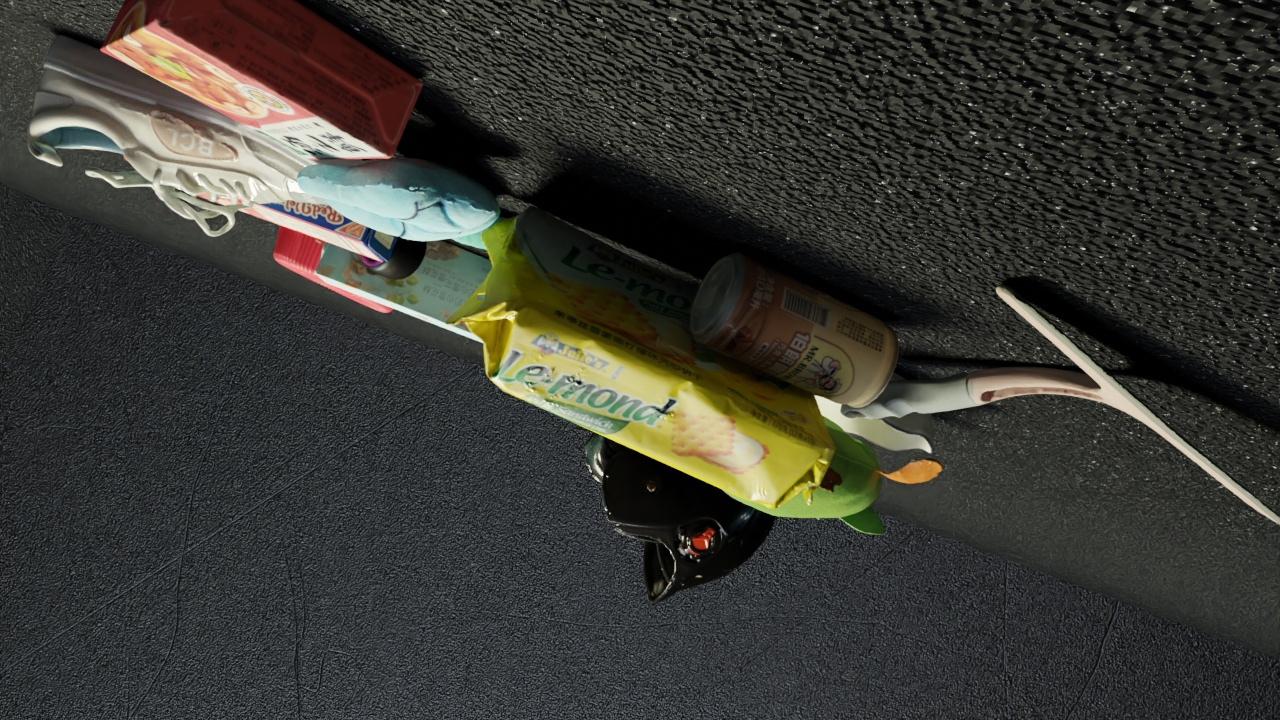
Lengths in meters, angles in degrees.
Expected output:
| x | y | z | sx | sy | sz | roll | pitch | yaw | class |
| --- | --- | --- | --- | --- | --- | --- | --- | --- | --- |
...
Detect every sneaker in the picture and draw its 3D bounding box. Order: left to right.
| x | y | z | sx | sy | sz | roll | pitch | yaw | class |
| --- | --- | --- | --- | --- | --- | --- | --- | --- | --- |
| -0.305 | -0.139 | 0.633 | 0.242 | 0.090 | 0.089 | 20 | 175 | 1 | sneaker |

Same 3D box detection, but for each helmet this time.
| x | y | z | sx | sy | sz | roll | pitch | yaw | class |
| --- | --- | --- | --- | --- | --- | --- | --- | --- | --- |
| 0.056 | 0.142 | 1.079 | 0.230 | 0.275 | 0.233 | -6 | -173 | -5 | helmet |

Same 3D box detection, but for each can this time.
| x | y | z | sx | sy | sz | roll | pitch | yaw | class |
| --- | --- | --- | --- | --- | --- | --- | --- | --- | --- |
| 0.092 | -0.017 | 0.551 | 0.116 | 0.058 | 0.058 | 23 | 173 | -18 | can |

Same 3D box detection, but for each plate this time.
| x | y | z | sx | sy | sz | roll | pitch | yaw | class |
| --- | --- | --- | --- | --- | --- | --- | --- | --- | --- |
| 0.149 | 0.024 | 0.773 | 0.205 | 0.045 | 0.205 | 20 | 174 | 2 | plate |

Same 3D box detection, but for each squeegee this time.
| x | y | z | sx | sy | sz | roll | pitch | yaw | class |
| --- | --- | --- | --- | --- | --- | --- | --- | --- | --- |
| 0.212 | 0.022 | 0.564 | 0.247 | 0.040 | 0.250 | 32 | 164 | -23 | squeegee |

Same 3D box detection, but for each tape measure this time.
| x | y | z | sx | sy | sz | roll | pitch | yaw | class |
| --- | --- | --- | --- | --- | --- | --- | --- | --- | --- |
| -0.219 | -0.101 | 0.818 | 0.057 | 0.058 | 0.039 | 13 | 171 | 35 | tape measure |

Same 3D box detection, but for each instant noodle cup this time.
| x | y | z | sx | sy | sz | roll | pitch | yaw | class |
| --- | --- | --- | --- | --- | --- | --- | --- | --- | --- |
| -0.320 | -0.107 | 0.996 | 0.194 | 0.066 | 0.194 | 24 | 174 | 2 | instant noodle cup |

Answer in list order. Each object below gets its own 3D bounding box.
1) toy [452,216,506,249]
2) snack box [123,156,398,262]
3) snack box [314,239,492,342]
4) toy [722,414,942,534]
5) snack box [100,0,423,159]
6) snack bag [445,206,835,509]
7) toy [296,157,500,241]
| x | y | z | sx | sy | sz | roll | pitch | yaw | class |
| --- | --- | --- | --- | --- | --- | --- | --- | --- | --- |
| -0.108 | -0.093 | 0.677 | 0.092 | 0.030 | 0.096 | 22 | 179 | 10 | toy |
| -0.291 | -0.140 | 0.724 | 0.207 | 0.057 | 0.058 | 20 | 171 | 4 | snack box |
| -0.214 | -0.082 | 0.883 | 0.175 | 0.074 | 0.052 | 21 | 173 | -7 | snack box |
| 0.127 | 0.085 | 0.750 | 0.227 | 0.090 | 0.246 | 4 | 169 | 32 | toy |
| -0.188 | -0.142 | 0.448 | 0.113 | 0.044 | 0.127 | 26 | 172 | -41 | snack box |
| 0.004 | -0.002 | 0.577 | 0.246 | 0.068 | 0.157 | 27 | -157 | -14 | snack bag |
| -0.140 | -0.098 | 0.553 | 0.156 | 0.050 | 0.161 | 16 | -170 | 43 | toy |
